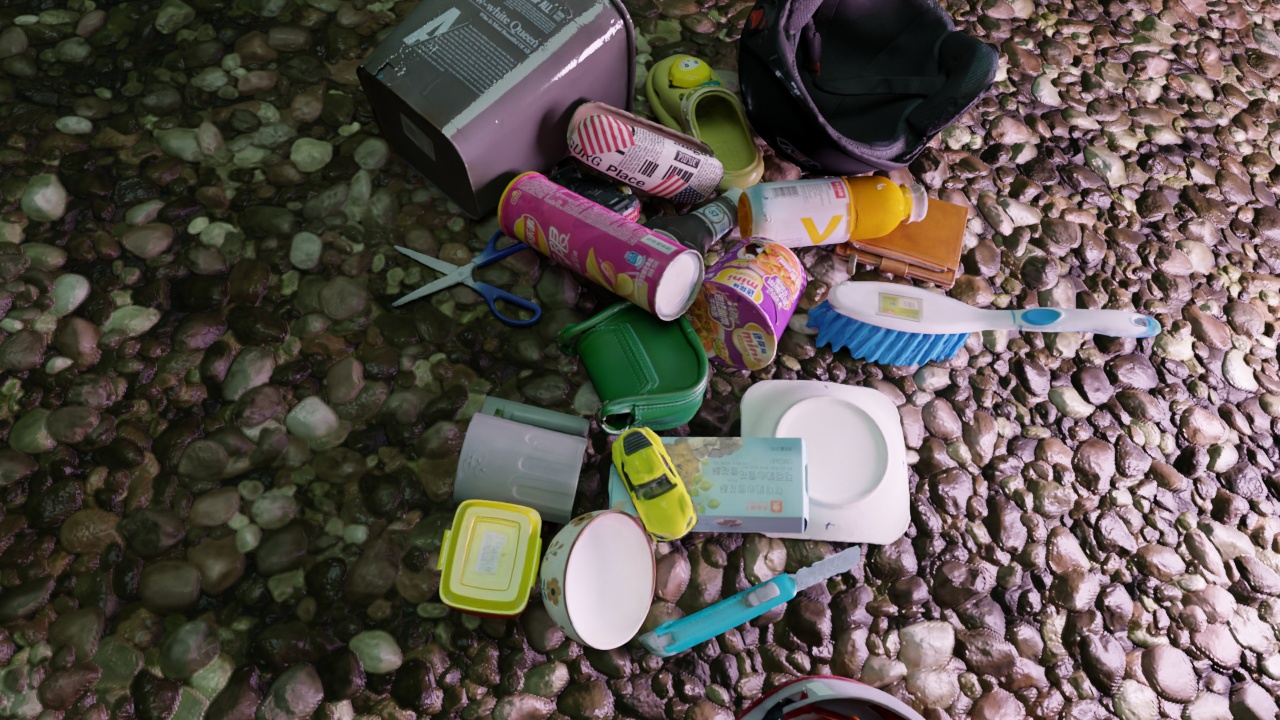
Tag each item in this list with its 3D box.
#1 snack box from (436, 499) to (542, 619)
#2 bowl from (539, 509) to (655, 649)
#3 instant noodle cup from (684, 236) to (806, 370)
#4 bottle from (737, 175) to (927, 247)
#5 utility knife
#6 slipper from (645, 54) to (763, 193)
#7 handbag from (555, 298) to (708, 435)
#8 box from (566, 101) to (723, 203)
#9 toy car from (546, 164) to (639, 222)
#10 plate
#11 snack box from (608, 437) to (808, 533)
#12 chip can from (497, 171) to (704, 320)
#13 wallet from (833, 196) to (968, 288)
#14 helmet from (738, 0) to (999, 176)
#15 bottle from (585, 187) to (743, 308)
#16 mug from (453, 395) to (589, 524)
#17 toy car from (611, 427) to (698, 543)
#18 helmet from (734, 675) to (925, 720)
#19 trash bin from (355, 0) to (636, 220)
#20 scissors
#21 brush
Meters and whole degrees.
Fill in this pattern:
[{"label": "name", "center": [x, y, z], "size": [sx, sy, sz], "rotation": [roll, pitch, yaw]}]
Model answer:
[{"label": "snack box", "center": [-0.126, 0.172, 0.776], "size": [0.082, 0.080, 0.091], "rotation": [9, 64, -2]}, {"label": "bowl", "center": [-0.045, 0.183, 0.779], "size": [0.062, 0.113, 0.113], "rotation": [-5, 54, 41]}, {"label": "instant noodle cup", "center": [0.105, -0.063, 0.902], "size": [0.111, 0.112, 0.099], "rotation": [33, 58, 10]}, {"label": "bottle", "center": [0.197, -0.154, 0.942], "size": [0.189, 0.068, 0.068], "rotation": [-6, 65, -5]}, {"label": "utility knife", "center": [0.103, 0.212, 0.816], "size": [0.221, 0.013, 0.029], "rotation": [-20, 68, -15]}, {"label": "slipper", "center": [0.078, -0.275, 1.014], "size": [0.091, 0.082, 0.190], "rotation": [-21, 71, -18]}, {"label": "handbag", "center": [-0.005, 0.005, 0.860], "size": [0.120, 0.068, 0.131], "rotation": [-15, 57, -22]}, {"label": "box", "center": [0.007, -0.200, 0.921], "size": [0.163, 0.075, 0.081], "rotation": [17, 19, -24]}, {"label": "toy car", "center": [-0.053, -0.165, 0.958], "size": [0.052, 0.045, 0.120], "rotation": [-35, 50, -27]}, {"label": "plate", "center": [0.177, 0.089, 0.873], "size": [0.164, 0.034, 0.163], "rotation": [3, 64, -3]}, {"label": "snack box", "center": [0.061, 0.111, 0.820], "size": [0.175, 0.052, 0.074], "rotation": [-1, 63, 10]}, {"label": "chip can", "center": [-0.041, -0.111, 0.876], "size": [0.211, 0.071, 0.071], "rotation": [31, 63, 31]}, {"label": "wallet", "center": [0.281, -0.135, 0.990], "size": [0.131, 0.035, 0.118], "rotation": [17, 66, 6]}, {"label": "helmet", "center": [0.213, -0.308, 0.962], "size": [0.233, 0.231, 0.274], "rotation": [34, 66, -17]}, {"label": "bottle", "center": [0.036, -0.119, 0.953], "size": [0.194, 0.044, 0.080], "rotation": [-36, 64, -21]}, {"label": "mug", "center": [-0.103, 0.084, 0.829], "size": [0.103, 0.084, 0.123], "rotation": [12, 39, -1]}, {"label": "toy car", "center": [0.011, 0.105, 0.784], "size": [0.048, 0.032, 0.105], "rotation": [-26, 65, -3]}, {"label": "helmet", "center": [0.130, 0.359, 0.681], "size": [0.207, 0.144, 0.239], "rotation": [35, 80, 12]}, {"label": "trash bin", "center": [-0.148, -0.287, 0.941], "size": [0.199, 0.199, 0.219], "rotation": [41, 73, 13]}, {"label": "scissors", "center": [-0.168, -0.088, 0.936], "size": [0.176, 0.012, 0.162], "rotation": [36, 67, 13]}, {"label": "brush", "center": [0.330, -0.033, 0.905], "size": [0.314, 0.110, 0.060], "rotation": [10, 61, -1]}]
